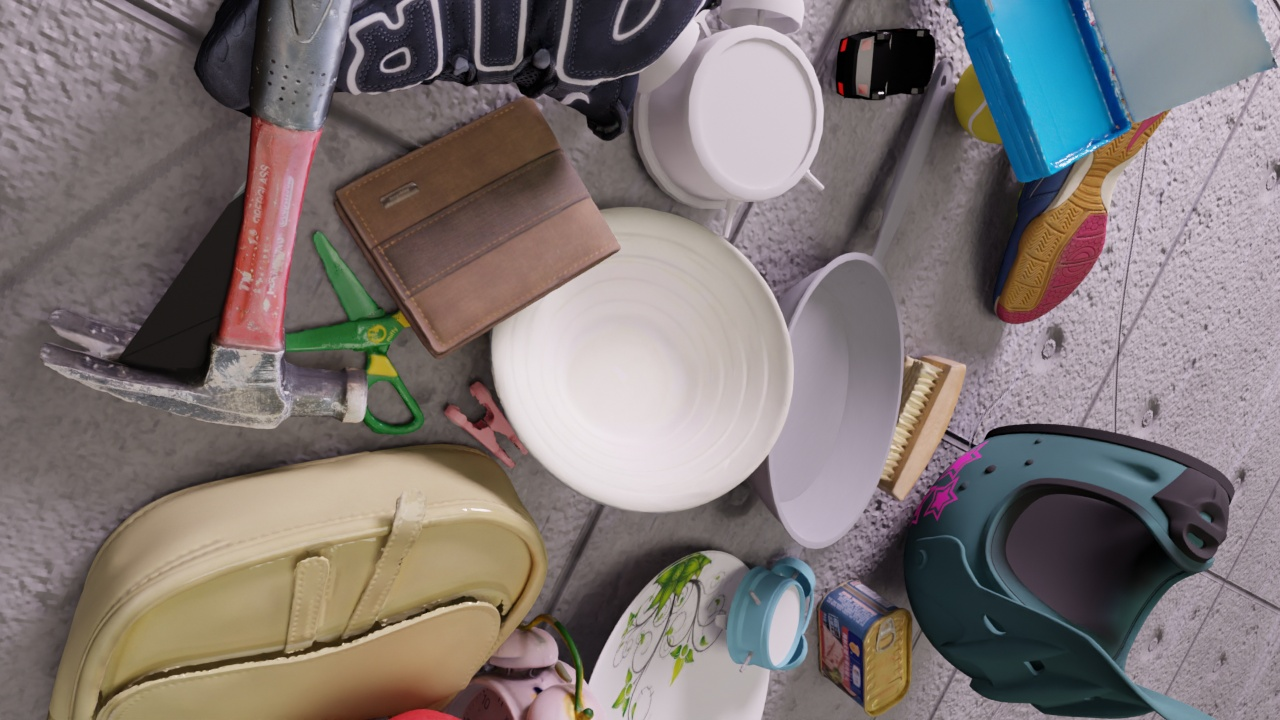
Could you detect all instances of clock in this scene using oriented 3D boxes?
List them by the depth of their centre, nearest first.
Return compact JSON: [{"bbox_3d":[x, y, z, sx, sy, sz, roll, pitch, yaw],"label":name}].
[{"bbox_3d":[0.047,-0.160,0.532,0.119,0.061,0.159,-29,112,-23],"label":"clock"},{"bbox_3d":[-0.070,0.229,0.556,0.058,0.117,0.158,11,110,-41],"label":"clock"},{"bbox_3d":[0.104,0.195,0.705,0.123,0.042,0.087,6,91,-56],"label":"clock"}]

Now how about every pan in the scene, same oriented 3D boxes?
[{"bbox_3d":[0.152,-0.047,0.638,0.200,0.051,0.356,28,76,-52],"label":"pan"}]

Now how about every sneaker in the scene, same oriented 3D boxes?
[{"bbox_3d":[-0.066,-0.156,0.431,0.252,0.097,0.151,-31,129,-4],"label":"sneaker"},{"bbox_3d":[0.330,-0.142,0.720,0.116,0.091,0.242,-6,130,-26],"label":"sneaker"}]

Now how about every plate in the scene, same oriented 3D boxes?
[{"bbox_3d":[0.020,0.248,0.665,0.228,0.030,0.229,-10,104,-49],"label":"plate"}]

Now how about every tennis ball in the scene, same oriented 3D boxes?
[{"bbox_3d":[0.258,-0.188,0.653,0.065,0.065,0.065,-12,113,-29],"label":"tennis ball"}]

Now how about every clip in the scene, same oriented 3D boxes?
[{"bbox_3d":[-0.087,0.035,0.542,0.060,0.023,0.044,28,93,-31],"label":"clip"}]

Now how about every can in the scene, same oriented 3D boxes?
[{"bbox_3d":[0.188,0.239,0.770,0.053,0.059,0.100,-19,117,-27],"label":"can"}]

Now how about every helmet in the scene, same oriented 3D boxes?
[{"bbox_3d":[0.313,0.168,0.694,0.176,0.275,0.200,33,77,-10],"label":"helmet"}]

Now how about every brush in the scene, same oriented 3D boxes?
[{"bbox_3d":[0.210,0.048,0.722,0.039,0.049,0.117,25,94,-14],"label":"brush"}]

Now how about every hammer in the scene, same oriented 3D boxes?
[{"bbox_3d":[-0.148,-0.097,0.358,0.140,0.036,0.327,7,129,-26],"label":"hammer"}]

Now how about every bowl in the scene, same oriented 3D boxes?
[{"bbox_3d":[-0.003,0.003,0.535,0.176,0.058,0.176,4,73,-15],"label":"bowl"}]

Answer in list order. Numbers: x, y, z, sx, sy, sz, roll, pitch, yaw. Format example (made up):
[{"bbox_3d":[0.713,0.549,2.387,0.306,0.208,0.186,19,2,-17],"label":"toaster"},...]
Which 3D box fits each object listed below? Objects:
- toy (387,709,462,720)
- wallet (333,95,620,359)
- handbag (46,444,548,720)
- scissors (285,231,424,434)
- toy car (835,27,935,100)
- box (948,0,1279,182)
[{"bbox_3d":[-0.145,0.253,0.487,0.147,0.098,0.217,23,134,-40],"label":"toy"},{"bbox_3d":[-0.082,-0.071,0.480,0.121,0.027,0.098,-32,94,-17],"label":"wallet"},{"bbox_3d":[-0.170,0.135,0.483,0.232,0.088,0.191,5,108,-34],"label":"handbag"},{"bbox_3d":[-0.137,-0.017,0.493,0.130,0.011,0.126,-33,123,-19],"label":"scissors"},{"bbox_3d":[0.160,-0.197,0.606,0.091,0.036,0.042,-19,119,-37],"label":"toy car"},{"bbox_3d":[0.273,-0.259,0.589,0.171,0.070,0.243,-24,99,5],"label":"box"}]
